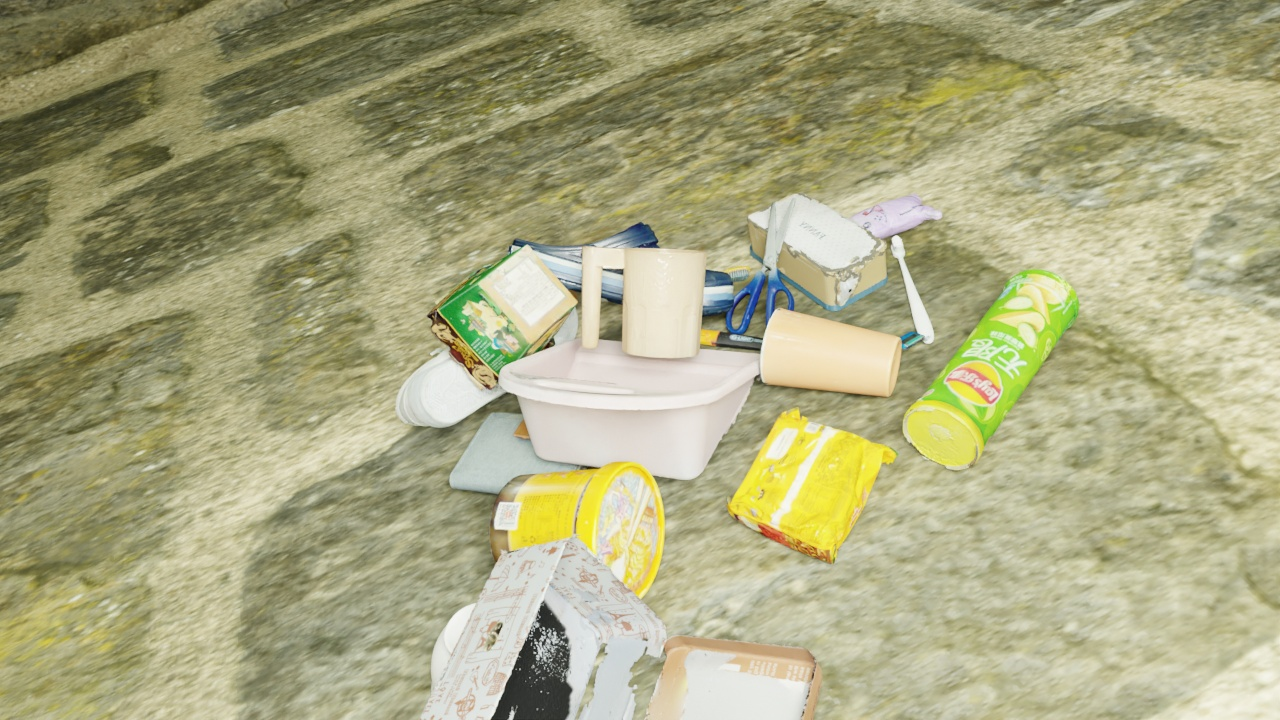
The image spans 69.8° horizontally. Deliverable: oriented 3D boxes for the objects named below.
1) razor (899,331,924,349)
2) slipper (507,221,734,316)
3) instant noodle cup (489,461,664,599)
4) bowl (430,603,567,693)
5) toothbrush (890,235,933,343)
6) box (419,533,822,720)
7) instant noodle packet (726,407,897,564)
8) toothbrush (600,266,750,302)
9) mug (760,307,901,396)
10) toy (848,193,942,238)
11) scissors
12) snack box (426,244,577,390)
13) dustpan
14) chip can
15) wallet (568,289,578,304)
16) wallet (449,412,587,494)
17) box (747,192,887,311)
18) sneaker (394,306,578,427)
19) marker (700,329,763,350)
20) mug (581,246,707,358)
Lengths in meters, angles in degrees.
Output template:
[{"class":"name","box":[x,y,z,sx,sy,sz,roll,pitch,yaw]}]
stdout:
[{"class":"razor","box":[0.216,-0.026,0.948,0.143,0.022,0.042,14,22,36]},{"class":"slipper","box":[-0.019,-0.106,1.010,0.253,0.095,0.105,11,5,1]},{"class":"instant noodle cup","box":[-0.056,0.144,0.782,0.115,0.118,0.118,-2,42,28]},{"class":"bowl","box":[-0.123,0.233,0.738,0.118,0.065,0.118,-10,41,8]},{"class":"toothbrush","box":[0.291,-0.079,0.986,0.016,0.016,0.179,-10,40,10]},{"class":"box","box":[-0.018,0.231,0.628,0.227,0.156,0.179,-3,41,30]},{"class":"instant noodle packet","box":[0.149,0.106,0.803,0.111,0.044,0.128,21,56,28]},{"class":"toothbrush","box":[0.036,-0.087,1.089,0.191,0.016,0.018,-10,49,8]},{"class":"mug","box":[0.187,-0.003,0.896,0.123,0.078,0.078,12,47,23]},{"class":"toy","box":[0.286,-0.162,1.064,0.108,0.039,0.083,-17,25,-1]},{"class":"scissors","box":[0.135,-0.101,1.016,0.141,0.012,0.170,-33,48,23]},{"class":"snack box","box":[-0.131,-0.049,0.929,0.106,0.118,0.117,-32,11,51]},{"class":"dustpan","box":[-0.005,0.005,0.868,0.223,0.139,0.272,4,37,16]},{"class":"chip can","box":[0.325,0.002,0.838,0.073,0.073,0.220,22,53,37]},{"class":"wallet","box":[-0.156,-0.063,1.119,0.131,0.031,0.108,-34,44,-20]},{"class":"wallet","box":[-0.113,0.091,0.921,0.130,0.037,0.106,3,44,22]},{"class":"box","box":[0.196,-0.131,1.051,0.089,0.059,0.184,-27,39,-13]},{"class":"sneaker","box":[-0.168,0.001,1.015,0.091,0.089,0.241,-17,17,49]},{"class":"marker","box":[0.096,-0.023,0.993,0.124,0.015,0.018,9,51,26]},{"class":"mug","box":[0.002,-0.060,0.917,0.124,0.103,0.084,2,9,-2]}]
